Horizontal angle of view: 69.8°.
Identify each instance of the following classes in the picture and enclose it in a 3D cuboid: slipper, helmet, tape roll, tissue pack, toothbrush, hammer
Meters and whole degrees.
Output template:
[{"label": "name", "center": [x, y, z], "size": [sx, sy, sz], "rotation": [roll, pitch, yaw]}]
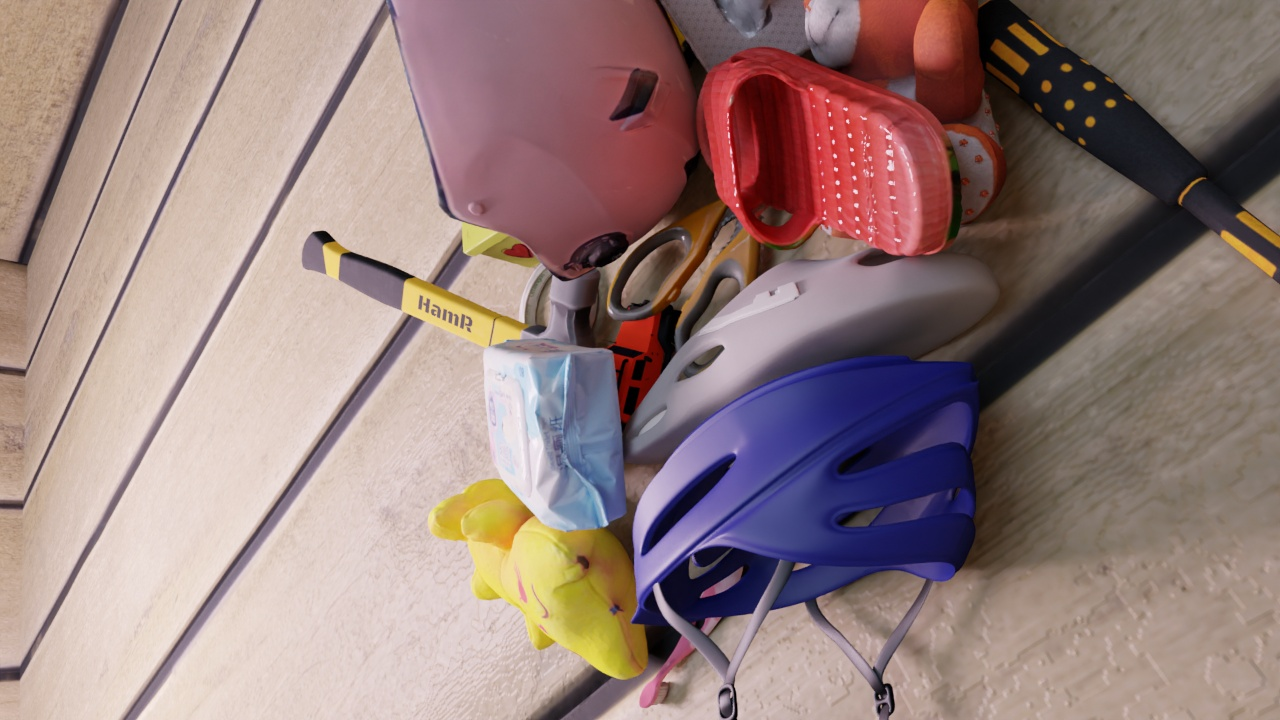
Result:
[{"label": "slipper", "center": [0.078, -0.013, 0.553], "size": [0.267, 0.112, 0.080], "rotation": [-36, 58, 44]}, {"label": "helmet", "center": [0.091, 0.120, 0.470], "size": [0.242, 0.147, 0.227], "rotation": [-37, 51, 36]}, {"label": "tape roll", "center": [-0.071, -0.045, 0.785], "size": [0.093, 0.013, 0.093], "rotation": [-14, 71, 44]}, {"label": "slipper", "center": [0.076, -0.112, 0.504], "size": [0.249, 0.059, 0.103], "rotation": [-135, 28, -61]}, {"label": "tissue pack", "center": [0.048, -0.267, 0.581], "size": [0.104, 0.181, 0.071], "rotation": [-26, 18, 28]}, {"label": "tissue pack", "center": [-0.062, 0.044, 0.631], "size": [0.182, 0.070, 0.112], "rotation": [-167, 72, -71]}, {"label": "toothbrush", "center": [0.036, 0.183, 0.619], "size": [0.021, 0.016, 0.135], "rotation": [43, 110, 43]}, {"label": "hammer", "center": [-0.178, -0.043, 0.793], "size": [0.325, 0.034, 0.170], "rotation": [23, 115, 25]}, {"label": "hammer", "center": [0.258, -0.081, 0.425], "size": [0.123, 0.036, 0.320], "rotation": [-54, 48, 31]}, {"label": "helmet", "center": [-0.044, -0.189, 0.634], "size": [0.153, 0.255, 0.229], "rotation": [-26, 65, 23]}]

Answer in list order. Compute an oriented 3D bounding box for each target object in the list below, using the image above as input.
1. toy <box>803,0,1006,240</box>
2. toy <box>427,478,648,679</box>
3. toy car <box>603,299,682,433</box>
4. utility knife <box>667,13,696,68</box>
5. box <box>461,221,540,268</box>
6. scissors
[{"label": "toy", "center": [0.137, -0.153, 0.496], "size": [0.164, 0.092, 0.172], "rotation": [-167, 70, -78]}, {"label": "toy", "center": [-0.067, 0.154, 0.683], "size": [0.194, 0.087, 0.134], "rotation": [10, 131, 52]}, {"label": "toy car", "center": [-0.004, 0.004, 0.675], "size": [0.051, 0.048, 0.100], "rotation": [15, 92, 48]}, {"label": "utility knife", "center": [0.012, -0.321, 0.761], "size": [0.031, 0.019, 0.218], "rotation": [-34, 54, 27]}, {"label": "box", "center": [-0.098, -0.203, 0.801], "size": [0.125, 0.081, 0.220], "rotation": [-21, 65, 43]}, {"label": "scissors", "center": [0.074, -0.091, 0.619], "size": [0.228, 0.016, 0.134], "rotation": [-47, 66, 13]}]
